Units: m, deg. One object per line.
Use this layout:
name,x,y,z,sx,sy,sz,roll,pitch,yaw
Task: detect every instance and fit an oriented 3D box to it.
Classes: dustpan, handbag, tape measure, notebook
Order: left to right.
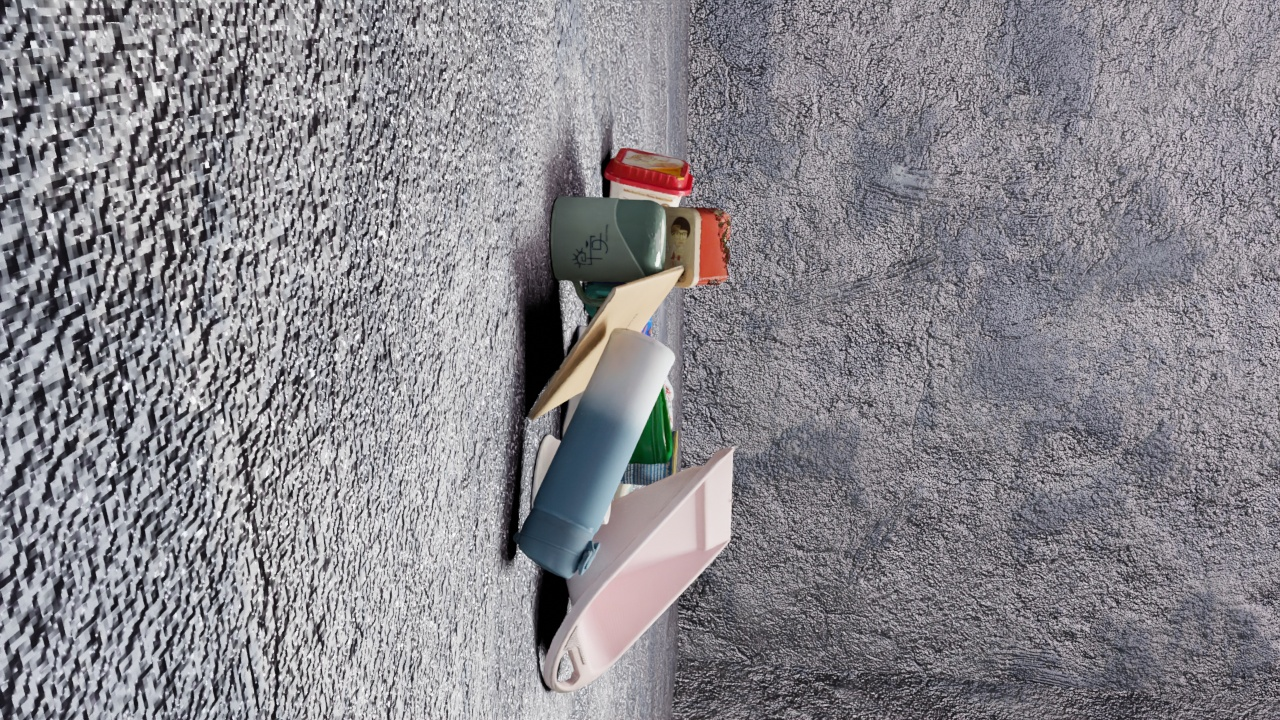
tape measure,-0.039,-0.070,1.094,0.025,0.058,0.055,-80,174,-53
notebook,-0.027,-0.023,0.881,0.148,0.008,0.207,-55,171,20
handbag,0.001,0.055,1.025,0.131,0.068,0.120,-33,124,-83
dustpan,0.010,0.245,1.000,0.223,0.273,0.138,80,-11,-53

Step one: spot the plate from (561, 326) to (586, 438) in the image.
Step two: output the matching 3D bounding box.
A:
plate,-0.052,0.062,1.074,0.205,0.045,0.205,4,89,-83

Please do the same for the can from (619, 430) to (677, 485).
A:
can,-0.009,0.126,1.206,0.075,0.111,0.075,6,88,-86

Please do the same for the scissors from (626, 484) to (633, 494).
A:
scissors,-0.022,0.159,1.435,0.174,0.019,0.177,71,25,-76

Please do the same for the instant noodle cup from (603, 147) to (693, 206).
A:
instant noodle cup,0.004,-0.211,1.246,0.116,0.116,0.124,-76,178,-63

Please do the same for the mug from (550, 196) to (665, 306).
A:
mug,-0.030,-0.107,0.920,0.082,0.106,0.112,-76,168,-66

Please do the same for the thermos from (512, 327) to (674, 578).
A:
thermos,-0.038,0.081,0.806,0.070,0.070,0.220,75,37,-70

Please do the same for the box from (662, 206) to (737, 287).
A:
box,0.019,-0.133,1.024,0.079,0.169,0.091,-11,107,-48

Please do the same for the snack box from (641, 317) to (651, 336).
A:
snack box,-0.021,0.008,1.261,0.084,0.026,0.157,17,73,-52

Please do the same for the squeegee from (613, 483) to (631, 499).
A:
squeegee,-0.018,0.182,1.316,0.246,0.039,0.246,14,82,-87

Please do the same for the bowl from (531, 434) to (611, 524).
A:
bowl,-0.063,0.133,0.899,0.118,0.065,0.118,3,88,-84

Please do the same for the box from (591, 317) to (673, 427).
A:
box,-0.003,0.005,1.204,0.086,0.049,0.201,-80,148,-48
